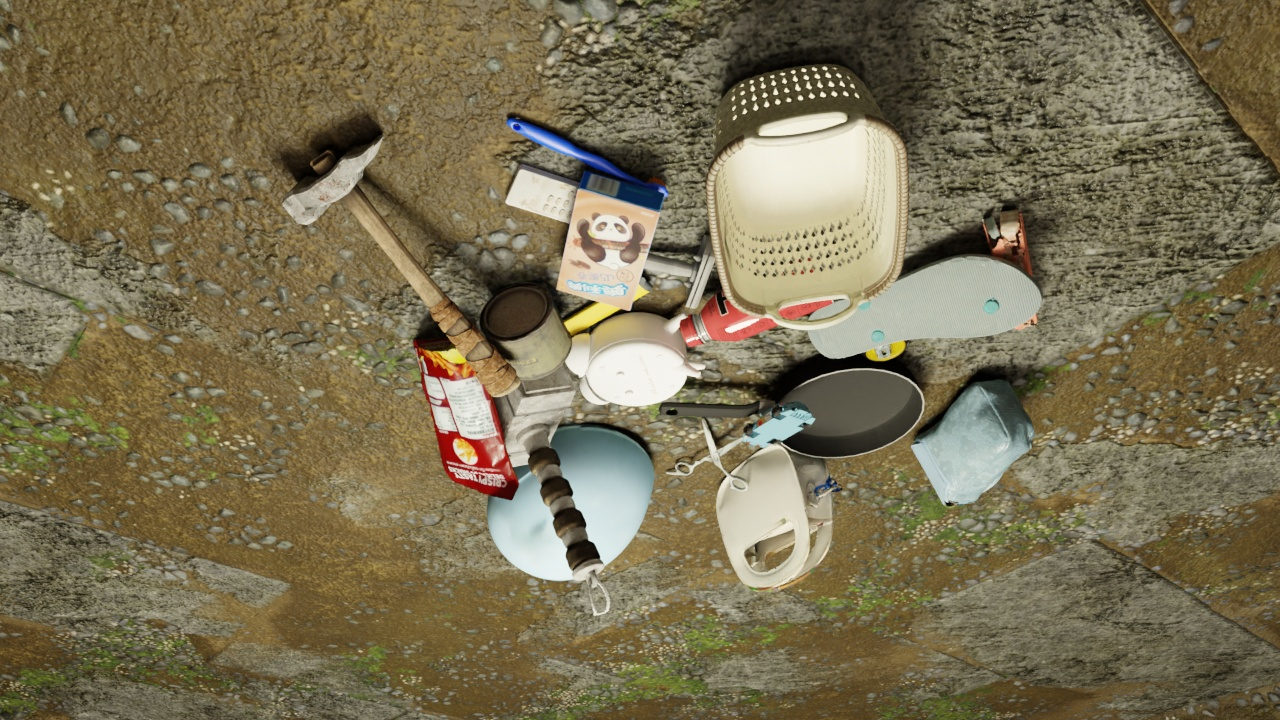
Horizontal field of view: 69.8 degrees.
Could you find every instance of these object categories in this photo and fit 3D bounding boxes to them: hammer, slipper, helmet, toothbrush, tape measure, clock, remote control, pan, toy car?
[{"bbox_3d":[-0.106,0.153,1.125,0.079,0.326,0.177,-8,147,-31],"label":"hammer"},{"bbox_3d":[0.325,-0.069,1.074,0.269,0.054,0.098,-11,112,31],"label":"slipper"},{"bbox_3d":[-0.100,0.217,1.329,0.266,0.166,0.225,-38,120,24],"label":"helmet"},{"bbox_3d":[-0.051,-0.206,0.928,0.182,0.018,0.016,21,136,-22],"label":"toothbrush"},{"bbox_3d":[0.303,-0.024,1.147,0.062,0.034,0.061,-16,141,17],"label":"tape measure"},{"bbox_3d":[-0.007,0.006,1.139,0.161,0.072,0.125,-12,140,10],"label":"clock"},{"bbox_3d":[-0.071,-0.167,0.974,0.135,0.011,0.050,15,138,-20],"label":"remote control"},{"bbox_3d":[0.202,0.059,1.237,0.355,0.044,0.205,3,141,-6],"label":"pan"},{"bbox_3d":[0.179,0.080,1.205,0.060,0.027,0.108,19,145,-25],"label":"toy car"},{"bbox_3d":[-0.232,-0.085,0.971,0.122,0.048,0.319,-25,117,20],"label":"hammer"}]

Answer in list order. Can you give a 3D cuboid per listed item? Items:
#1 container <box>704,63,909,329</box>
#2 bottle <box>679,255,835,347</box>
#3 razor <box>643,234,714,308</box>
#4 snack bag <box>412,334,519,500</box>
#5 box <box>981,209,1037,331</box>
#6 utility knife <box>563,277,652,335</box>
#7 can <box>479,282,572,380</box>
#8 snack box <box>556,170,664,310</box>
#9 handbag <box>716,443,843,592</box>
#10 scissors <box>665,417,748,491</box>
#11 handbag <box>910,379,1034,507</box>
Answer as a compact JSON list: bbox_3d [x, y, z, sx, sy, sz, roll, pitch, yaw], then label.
[{"bbox_3d":[0.156,-0.161,0.888,0.185,0.142,0.246,-7,140,7],"label":"container"},{"bbox_3d":[0.130,-0.063,1.057,0.177,0.062,0.062,-22,137,14],"label":"bottle"},{"bbox_3d":[0.021,-0.109,1.030,0.116,0.047,0.088,12,139,-5],"label":"razor"},{"bbox_3d":[-0.221,0.073,1.139,0.139,0.066,0.208,3,110,38],"label":"snack bag"},{"bbox_3d":[0.435,-0.102,1.054,0.056,0.059,0.187,-42,136,-4],"label":"box"},{"bbox_3d":[-0.048,-0.063,1.100,0.152,0.017,0.030,-30,129,28],"label":"utility knife"},{"bbox_3d":[-0.133,-0.035,1.071,0.090,0.089,0.075,-11,140,10],"label":"can"},{"bbox_3d":[-0.034,-0.124,0.977,0.087,0.034,0.152,16,139,-2],"label":"snack box"},{"bbox_3d":[0.206,0.236,1.337,0.093,0.199,0.201,18,139,-28],"label":"handbag"},{"bbox_3d":[0.099,0.144,1.340,0.175,0.014,0.141,-22,115,40],"label":"scissors"},{"bbox_3d":[0.467,0.112,1.267,0.118,0.121,0.192,-4,142,-25],"label":"handbag"}]
